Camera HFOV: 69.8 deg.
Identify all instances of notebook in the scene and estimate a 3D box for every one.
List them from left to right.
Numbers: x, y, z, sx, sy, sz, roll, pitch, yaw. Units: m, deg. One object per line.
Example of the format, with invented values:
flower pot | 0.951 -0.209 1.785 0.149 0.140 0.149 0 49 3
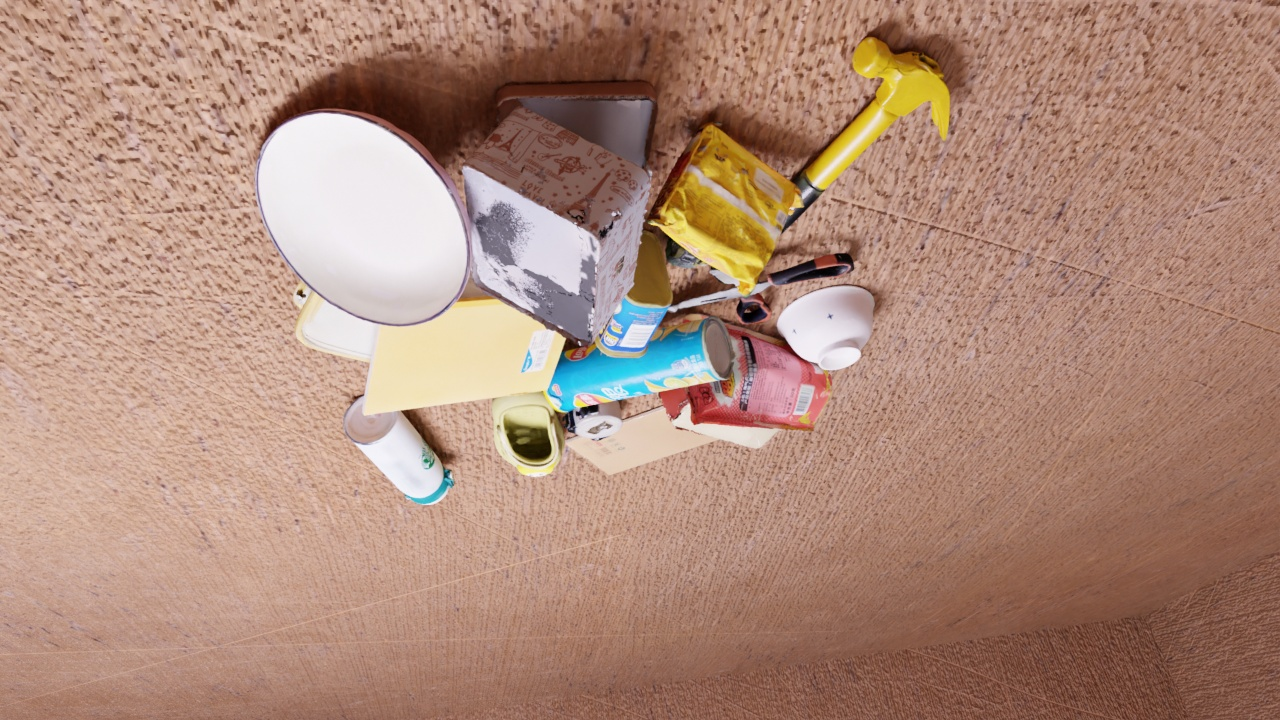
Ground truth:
notebook | -0.169 -0.008 0.924 0.205 0.010 0.146 -7 138 -32
notebook | 0.017 0.108 1.299 0.208 0.008 0.148 -20 149 16

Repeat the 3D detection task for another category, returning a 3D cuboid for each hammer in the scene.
hammer | 0.164 -0.168 0.858 0.128 0.032 0.302 12 143 -31

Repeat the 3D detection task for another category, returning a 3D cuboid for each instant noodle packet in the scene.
instant noodle packet | 0.077 -0.133 0.809 0.128 0.110 0.044 32 173 -29

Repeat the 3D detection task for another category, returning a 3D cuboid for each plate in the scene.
plate | -0.219 -0.118 0.749 0.192 0.038 0.193 11 128 14

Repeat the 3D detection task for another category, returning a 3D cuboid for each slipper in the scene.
slipper | -0.144 0.102 1.169 0.091 0.081 0.191 -6 147 -3

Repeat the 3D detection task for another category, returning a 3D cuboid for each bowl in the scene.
bowl | 0.226 -0.028 1.081 0.118 0.064 0.118 -7 150 -4

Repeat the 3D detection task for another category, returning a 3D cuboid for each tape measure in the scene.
tape measure | -0.057 0.075 1.194 0.066 0.033 0.065 -32 145 32

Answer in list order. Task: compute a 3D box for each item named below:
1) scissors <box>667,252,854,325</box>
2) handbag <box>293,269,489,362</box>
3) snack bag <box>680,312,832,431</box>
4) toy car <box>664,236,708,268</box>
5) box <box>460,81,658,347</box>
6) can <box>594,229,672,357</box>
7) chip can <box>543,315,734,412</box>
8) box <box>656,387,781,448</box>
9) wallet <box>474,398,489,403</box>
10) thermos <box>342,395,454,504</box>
scissors | 0.131 -0.077 0.972 0.189 0.015 0.225 -24 163 15
handbag | -0.225 -0.078 0.875 0.163 0.063 0.179 16 126 -38
snack bag | 0.132 0.022 1.085 0.207 0.128 0.073 9 163 -36
toy car | 0.061 -0.125 0.893 0.043 0.036 0.091 14 143 -34
box | -0.058 -0.141 0.785 0.150 0.165 0.182 31 153 10
can | -0.012 -0.068 0.905 0.057 0.102 0.083 3 144 -22
chip can | -0.006 0.006 1.013 0.211 0.071 0.071 -12 152 29
box | 0.111 0.060 1.162 0.168 0.078 0.092 18 127 -37
wallet | -0.206 0.011 1.056 0.115 0.020 0.101 15 142 -32
thermos | -0.298 0.120 1.163 0.073 0.073 0.224 -12 150 2
